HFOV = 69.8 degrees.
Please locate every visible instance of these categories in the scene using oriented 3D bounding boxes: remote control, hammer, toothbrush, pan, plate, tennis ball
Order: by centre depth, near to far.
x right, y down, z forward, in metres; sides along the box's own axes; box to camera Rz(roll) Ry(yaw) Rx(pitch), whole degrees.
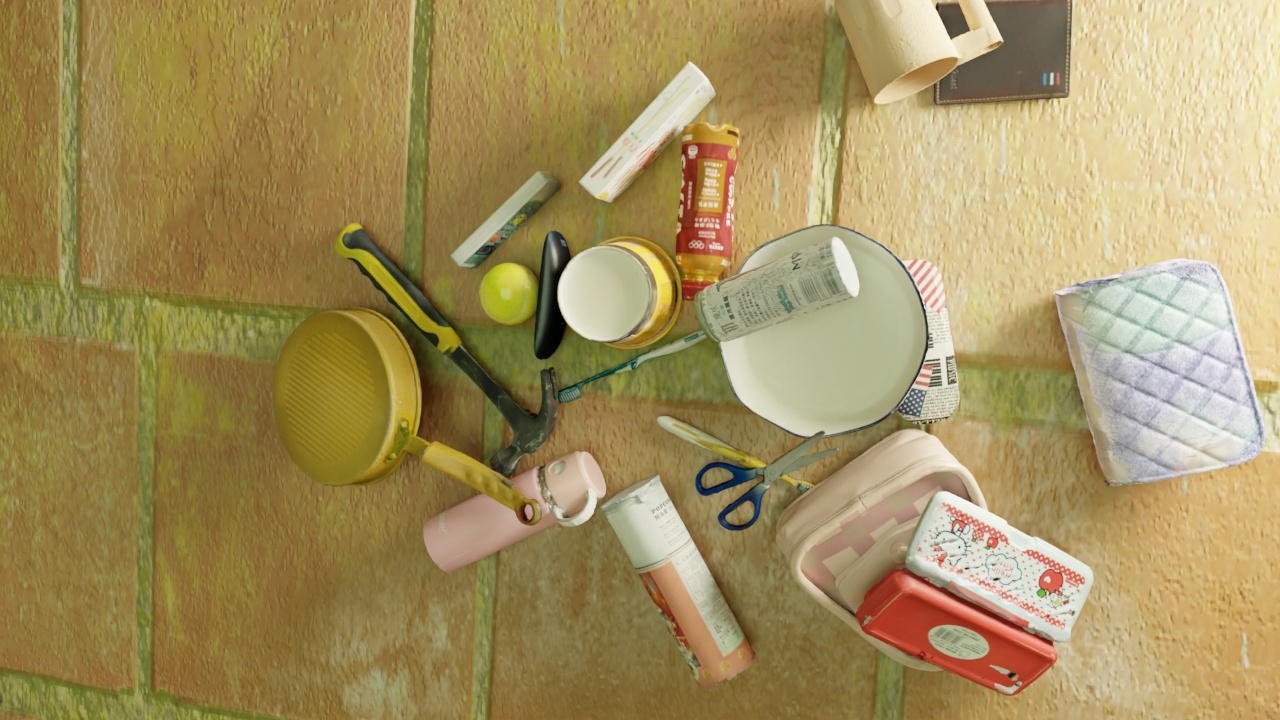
[{"bbox_3d":[0.177,-0.027,0.896,0.205,0.045,0.205,2,95,26],"label":"plate"},{"bbox_3d":[0.103,0.102,0.956,0.191,0.018,0.016,25,97,7],"label":"toothbrush"},{"bbox_3d":[-0.089,-0.067,0.965,0.024,0.053,0.136,8,96,20],"label":"remote control"},{"bbox_3d":[-0.140,-0.147,0.968,0.135,0.056,0.019,-41,86,11],"label":"remote control"},{"bbox_3d":[-0.137,-0.070,0.969,0.065,0.065,0.065,1,95,12],"label":"tennis ball"},{"bbox_3d":[-0.006,0.006,0.974,0.192,0.016,0.018,-23,100,13],"label":"toothbrush"},{"bbox_3d":[-0.254,0.077,0.979,0.357,0.078,0.198,32,107,26],"label":"pan"},{"bbox_3d":[-0.214,-0.029,1.002,0.323,0.031,0.126,46,109,6],"label":"hammer"}]

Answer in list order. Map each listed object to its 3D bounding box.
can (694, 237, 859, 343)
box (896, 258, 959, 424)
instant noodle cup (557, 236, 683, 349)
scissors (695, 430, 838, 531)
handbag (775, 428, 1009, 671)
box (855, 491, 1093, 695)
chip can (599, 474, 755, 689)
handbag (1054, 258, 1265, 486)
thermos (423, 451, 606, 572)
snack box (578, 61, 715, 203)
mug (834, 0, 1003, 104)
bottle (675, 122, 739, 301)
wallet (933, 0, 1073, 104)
[{"bbox_3d":[0.127,-0.064,0.860,0.147,0.058,0.058,-20,90,27],"label":"can"},{"bbox_3d":[0.272,-0.019,0.904,0.069,0.052,0.164,-6,92,26],"label":"box"},{"bbox_3d":[-0.023,-0.067,0.920,0.118,0.114,0.118,1,96,12],"label":"instant noodle cup"},{"bbox_3d":[0.120,0.108,0.925,0.133,0.012,0.173,32,122,20],"label":"scissors"},{"bbox_3d":[0.266,0.205,0.906,0.193,0.093,0.234,-34,102,9],"label":"handbag"},{"bbox_3d":[0.317,0.225,0.858,0.201,0.058,0.161,27,102,-16],"label":"box"},{"bbox_3d":[0.040,0.229,0.954,0.071,0.071,0.214,-30,89,12],"label":"chip can"},{"bbox_3d":[0.474,0.010,0.844,0.134,0.075,0.194,-15,90,17],"label":"handbag"},{"bbox_3d":[-0.133,0.167,0.980,0.199,0.087,0.067,-25,131,13],"label":"thermos"},{"bbox_3d":[0.008,-0.223,0.915,0.027,0.084,0.157,45,102,3],"label":"snack box"},{"bbox_3d":[0.256,-0.315,0.855,0.125,0.084,0.103,-23,85,12],"label":"mug"},{"bbox_3d":[0.066,-0.147,0.924,0.057,0.057,0.175,4,96,11],"label":"bottle"},{"bbox_3d":[0.344,-0.295,0.874,0.122,0.020,0.096,1,95,14],"label":"wallet"}]
